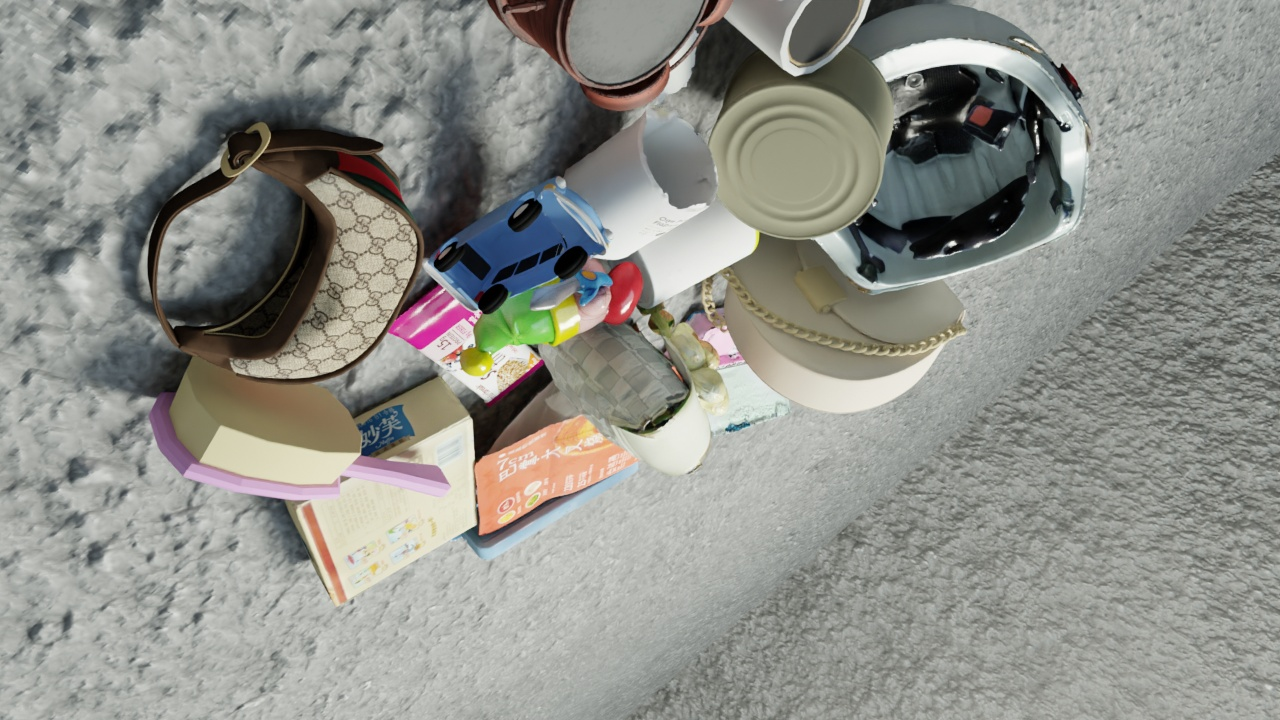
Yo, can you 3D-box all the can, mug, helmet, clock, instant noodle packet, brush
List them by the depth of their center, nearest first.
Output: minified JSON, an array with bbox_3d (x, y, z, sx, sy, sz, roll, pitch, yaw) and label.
[{"bbox_3d":[-0.011,-0.212,0.522,0.121,0.072,0.157,-48,154,17],"label":"clock"},{"bbox_3d":[0.083,-0.242,0.581,0.074,0.089,0.105,-51,153,23],"label":"mug"},{"bbox_3d":[-0.216,0.058,0.638,0.228,0.089,0.043,22,111,-49],"label":"brush"},{"bbox_3d":[0.116,-0.160,0.667,0.128,0.128,0.073,113,-1,-46],"label":"can"},{"bbox_3d":[0.032,-0.102,0.758,0.106,0.082,0.083,-31,154,-18],"label":"mug"},{"bbox_3d":[0.240,-0.196,0.777,0.237,0.163,0.264,-21,137,28],"label":"helmet"},{"bbox_3d":[-0.068,0.084,0.907,0.220,0.084,0.165,-34,156,-26],"label":"instant noodle packet"}]

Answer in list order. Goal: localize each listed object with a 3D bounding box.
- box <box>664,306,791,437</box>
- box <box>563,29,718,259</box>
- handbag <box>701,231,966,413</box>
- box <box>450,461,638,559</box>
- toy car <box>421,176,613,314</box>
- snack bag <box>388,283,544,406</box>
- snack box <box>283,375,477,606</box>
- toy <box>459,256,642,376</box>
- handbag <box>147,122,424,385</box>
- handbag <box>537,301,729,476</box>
[{"bbox_3d":[0.114,0.002,1.073,0.229,0.066,0.159,-11,119,-48],"label":"box"},{"bbox_3d":[-0.004,-0.156,0.642,0.083,0.143,0.137,-9,171,-44],"label":"box"},{"bbox_3d":[0.191,-0.052,0.908,0.208,0.210,0.103,-21,150,-17],"label":"handbag"},{"bbox_3d":[-0.110,0.142,1.007,0.209,0.049,0.121,-27,-166,-26],"label":"box"},{"bbox_3d":[-0.082,-0.077,0.607,0.154,0.056,0.054,-18,-144,43],"label":"toy car"},{"bbox_3d":[-0.136,-0.011,0.756,0.070,0.016,0.196,-38,156,-1],"label":"snack bag"},{"bbox_3d":[-0.223,0.120,0.805,0.153,0.055,0.208,-29,154,-25],"label":"snack box"},{"bbox_3d":[-0.068,-0.037,0.689,0.131,0.124,0.097,-4,102,-37],"label":"toy"},{"bbox_3d":[-0.205,-0.060,0.530,0.138,0.063,0.167,5,132,-44],"label":"handbag"},{"bbox_3d":[-0.005,0.005,0.786,0.123,0.171,0.112,-45,149,-7],"label":"handbag"}]
